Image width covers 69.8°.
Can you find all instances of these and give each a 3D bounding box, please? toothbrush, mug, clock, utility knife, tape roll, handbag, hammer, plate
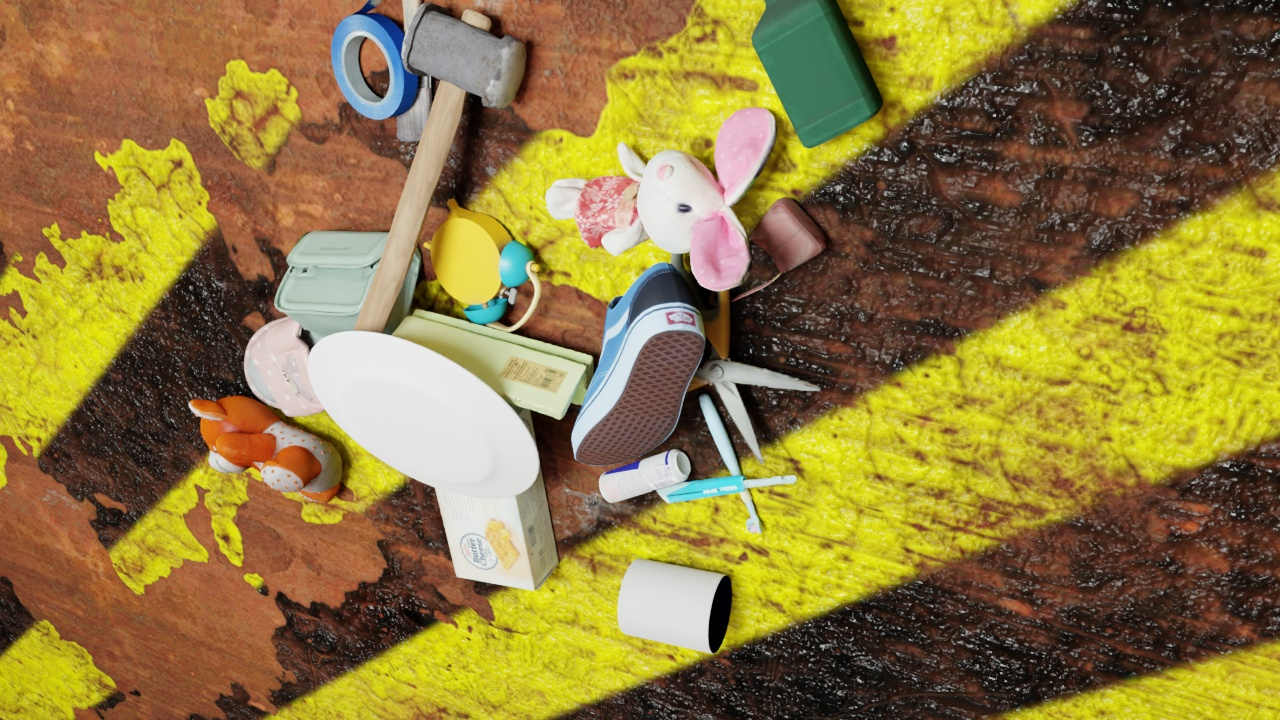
[{"bbox_3d":[0.086,0.100,0.878,0.022,0.016,0.155,15,131,63],"label":"toothbrush"},{"bbox_3d":[0.040,0.260,0.954,0.097,0.078,0.112,6,146,22],"label":"mug"},{"bbox_3d":[-0.150,-0.087,0.876,0.129,0.043,0.099,45,125,6],"label":"clock"},{"bbox_3d":[0.080,0.117,0.873,0.162,0.015,0.022,-16,114,42],"label":"utility knife"},{"bbox_3d":[-0.241,-0.265,0.828,0.092,0.016,0.093,-20,99,41],"label":"tape roll"},{"bbox_3d":[0.098,-0.082,0.774,0.055,0.029,0.120,48,130,-2],"label":"handbag"},{"bbox_3d":[-0.197,-0.144,0.809,0.098,0.052,0.329,26,106,10],"label":"hammer"},{"bbox_3d":[-0.292,-0.079,0.911,0.122,0.106,0.067,4,158,25],"label":"handbag"},{"bbox_3d":[-0.211,0.063,0.873,0.243,0.016,0.243,16,142,12],"label":"plate"}]

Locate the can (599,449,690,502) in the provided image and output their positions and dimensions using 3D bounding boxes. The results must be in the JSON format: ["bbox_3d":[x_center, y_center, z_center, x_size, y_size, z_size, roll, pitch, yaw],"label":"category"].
[{"bbox_3d":[0.004,0.115,0.913,0.095,0.032,0.032,-22,104,32],"label":"can"}]

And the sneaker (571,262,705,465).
[{"bbox_3d":[-0.005,0.005,0.825,0.083,0.098,0.242,4,143,-19],"label":"sneaker"}]

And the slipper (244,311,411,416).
[{"bbox_3d":[-0.353,-0.003,1.005,0.275,0.054,0.114,-19,106,33],"label":"slipper"}]

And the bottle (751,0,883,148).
[{"bbox_3d":[0.120,-0.227,0.663,0.061,0.061,0.131,-23,104,30],"label":"bottle"}]

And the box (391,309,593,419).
[{"bbox_3d":[-0.140,0.000,0.871,0.188,0.127,0.066,15,99,11],"label":"box"}]

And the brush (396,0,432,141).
[{"bbox_3d":[-0.204,-0.269,0.824,0.039,0.012,0.151,16,120,18],"label":"brush"}]

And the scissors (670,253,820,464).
[{"bbox_3d":[0.049,-0.003,0.826,0.230,0.016,0.225,-12,105,38],"label":"scissors"}]

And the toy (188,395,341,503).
[{"bbox_3d":[-0.437,0.104,1.064,0.172,0.164,0.092,30,80,8],"label":"toy"}]

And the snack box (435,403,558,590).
[{"bbox_3d":[-0.161,0.144,0.991,0.104,0.057,0.208,4,116,24],"label":"snack box"}]

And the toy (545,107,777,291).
[{"bbox_3d":[0.015,-0.130,0.747,0.194,0.159,0.084,7,163,32],"label":"toy"}]
